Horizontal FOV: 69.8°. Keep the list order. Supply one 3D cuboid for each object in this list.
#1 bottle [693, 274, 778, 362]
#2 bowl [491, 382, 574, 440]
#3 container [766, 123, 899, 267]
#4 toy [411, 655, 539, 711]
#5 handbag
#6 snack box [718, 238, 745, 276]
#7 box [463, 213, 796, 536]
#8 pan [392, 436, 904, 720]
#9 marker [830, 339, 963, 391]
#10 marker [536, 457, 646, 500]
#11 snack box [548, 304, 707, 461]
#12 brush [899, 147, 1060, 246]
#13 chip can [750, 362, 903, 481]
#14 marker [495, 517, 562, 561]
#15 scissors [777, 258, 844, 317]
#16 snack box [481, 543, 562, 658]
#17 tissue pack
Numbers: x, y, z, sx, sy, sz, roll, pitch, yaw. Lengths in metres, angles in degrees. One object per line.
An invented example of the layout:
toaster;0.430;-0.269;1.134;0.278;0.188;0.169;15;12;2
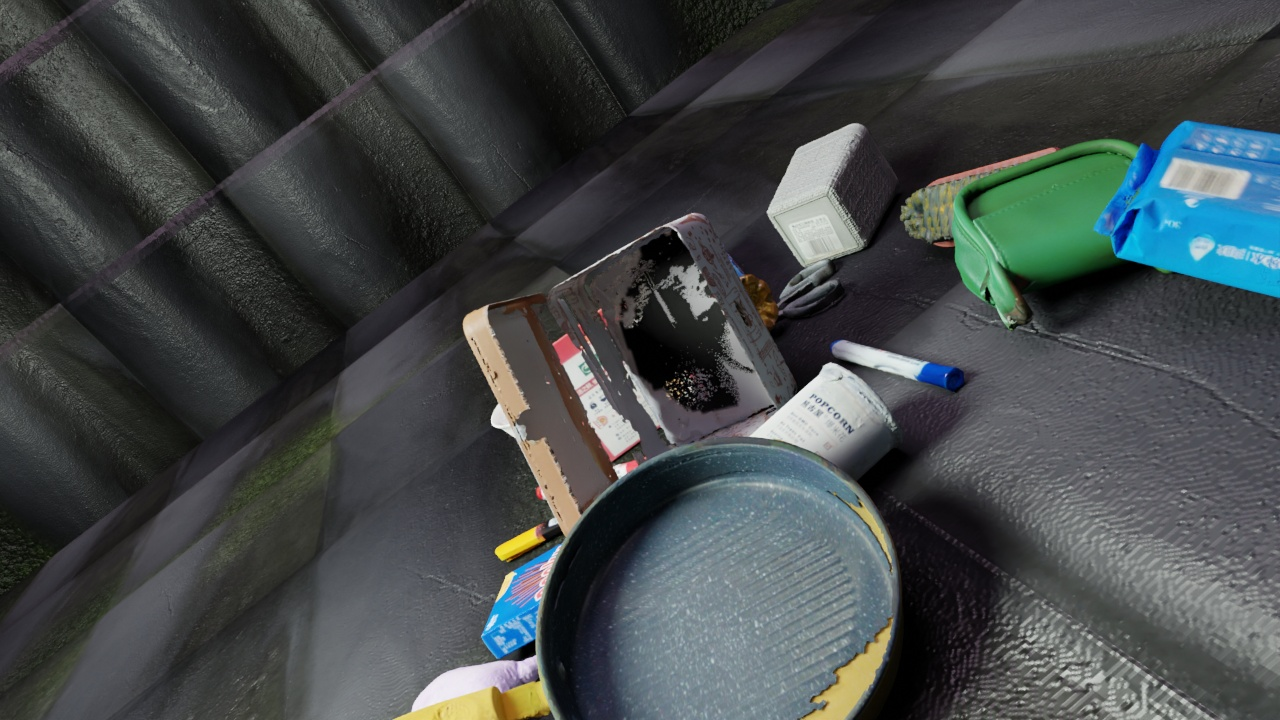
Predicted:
bottle;0.049;-0.026;0.888;0.175;0.057;0.057;-24;23;41
bowl;-0.089;0.051;0.954;0.118;0.065;0.118;-32;21;14
container;0.193;-0.163;0.928;0.090;0.090;0.114;-18;30;43
toy;-0.116;0.232;0.639;0.108;0.039;0.083;-25;5;37
handbag;0.282;-0.082;0.615;0.131;0.068;0.120;-17;39;13
snack box;0.078;-0.094;0.998;0.058;0.057;0.207;-38;18;8
box;-0.005;0.005;0.679;0.157;0.183;0.192;-28;4;24
pan;-0.035;0.162;0.478;0.357;0.078;0.197;-31;44;1
marker;0.185;0.001;0.681;0.017;0.017;0.146;-40;20;-10
marker;-0.041;0.107;0.823;0.146;0.017;0.017;-20;26;40
snack box;-0.021;0.009;0.843;0.113;0.127;0.044;-35;20;2
brush;0.283;-0.127;0.749;0.069;0.063;0.146;-12;5;-30
chip can;0.066;0.097;0.586;0.214;0.071;0.071;-40;20;-9
marker;-0.072;0.144;0.797;0.124;0.015;0.018;-29;23;14
scissors;0.126;-0.043;0.889;0.170;0.014;0.160;-49;21;-25
snack box;-0.042;0.157;0.686;0.157;0.026;0.084;-32;12;13
tissue pack;0.342;-0.078;0.498;0.157;0.052;0.094;21;54;34
